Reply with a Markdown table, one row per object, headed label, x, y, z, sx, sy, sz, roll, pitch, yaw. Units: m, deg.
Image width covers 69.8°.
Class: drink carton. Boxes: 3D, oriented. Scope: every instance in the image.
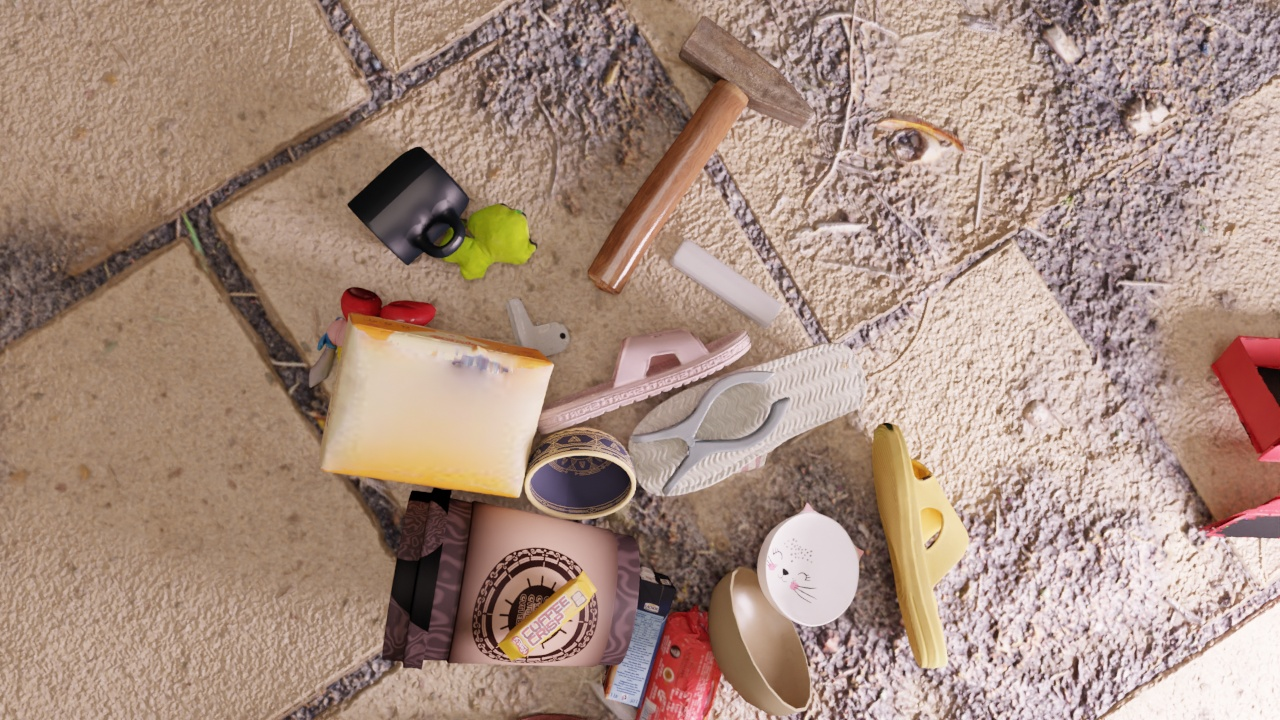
| label | x | y | z | sx | sy | sz | roll | pitch | yaw |
| --- | --- | --- | --- | --- | --- | --- | --- | --- | --- |
| drink carton | -0.002 | 0.287 | 0.961 | 0.040 | 0.064 | 0.130 | 17 | 88 | -6 |

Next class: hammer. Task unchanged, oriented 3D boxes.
| label | x | y | z | sx | sy | sz | roll | pitch | yaw |
| --- | --- | --- | --- | --- | --- | --- | --- | --- | --- |
| hammer | 0.045 | -0.197 | 0.979 | 0.158 | 0.037 | 0.300 | 35 | 88 | -3 |

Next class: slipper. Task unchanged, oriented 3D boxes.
| label | x | y | z | sx | sy | sz | roll | pitch | yaw |
| --- | --- | --- | --- | --- | --- | --- | --- | --- | --- |
| slipper | 0.112 | 0.062 | 0.976 | 0.263 | 0.052 | 0.115 | -25 | 94 | 0 |
| slipper | 0.303 | 0.193 | 0.965 | 0.078 | 0.099 | 0.263 | -10 | 95 | 5 |
| slipper | -0.006 | 0.006 | 0.948 | 0.239 | 0.094 | 0.064 | -22 | 96 | 2 |

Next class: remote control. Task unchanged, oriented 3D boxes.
| label | x | y | z | sx | sy | sz | roll | pitch | yaw |
| --- | --- | --- | --- | --- | --- | --- | --- | --- | --- |
| remote control | 0.093 | -0.083 | 0.994 | 0.131 | 0.012 | 0.033 | 34 | 88 | -4 |

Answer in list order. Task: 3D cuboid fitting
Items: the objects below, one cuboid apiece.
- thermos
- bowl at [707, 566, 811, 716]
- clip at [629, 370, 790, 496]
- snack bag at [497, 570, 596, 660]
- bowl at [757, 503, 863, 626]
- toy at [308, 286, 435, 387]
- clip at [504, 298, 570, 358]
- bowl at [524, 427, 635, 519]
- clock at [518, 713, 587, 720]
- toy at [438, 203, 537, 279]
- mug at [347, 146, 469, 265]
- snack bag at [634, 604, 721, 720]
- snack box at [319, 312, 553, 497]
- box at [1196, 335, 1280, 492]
| label | x | y | z | sx | sy | sz | roll | pitch | yaw |
| --- | --- | --- | --- | --- | --- | --- | --- | --- | --- |
| thermos | -0.125 | 0.223 | 0.908 | 0.226 | 0.173 | 0.172 | 9 | 89 | -10 |
| bowl | 0.113 | 0.291 | 0.937 | 0.051 | 0.152 | 0.152 | -31 | 92 | 20 |
| clip | 0.084 | 0.082 | 0.936 | 0.163 | 0.028 | 0.112 | -29 | 91 | 3 |
| snack bag | -0.083 | 0.232 | 0.829 | 0.099 | 0.020 | 0.026 | -38 | 100 | -12 |
| bowl | 0.169 | 0.220 | 0.971 | 0.114 | 0.051 | 0.114 | 5 | 78 | -22 |
| toy | -0.279 | -0.002 | 0.934 | 0.124 | 0.096 | 0.132 | 12 | 113 | -1 |
| clip | -0.110 | -0.019 | 0.978 | 0.056 | 0.056 | 0.102 | -14 | 92 | 40 |
| bowl | -0.062 | 0.107 | 0.949 | 0.112 | 0.113 | 0.061 | 0 | 46 | -4 |
| clock | -0.103 | 0.421 | 0.929 | 0.157 | 0.120 | 0.072 | 3 | 97 | -12 |
| toy | -0.160 | -0.126 | 0.966 | 0.094 | 0.036 | 0.093 | 38 | 93 | 3 |
| mug | -0.221 | -0.148 | 0.927 | 0.094 | 0.085 | 0.121 | -44 | 64 | -3 |
| snack bag | 0.041 | 0.349 | 0.956 | 0.082 | 0.082 | 0.176 | 16 | 90 | -4 |
| snack box | -0.196 | 0.046 | 0.888 | 0.195 | 0.080 | 0.145 | 12 | 99 | -22 |
| box | 0.752 | 0.000 | 0.885 | 0.217 | 0.352 | 0.197 | 3 | 52 | -2 |
